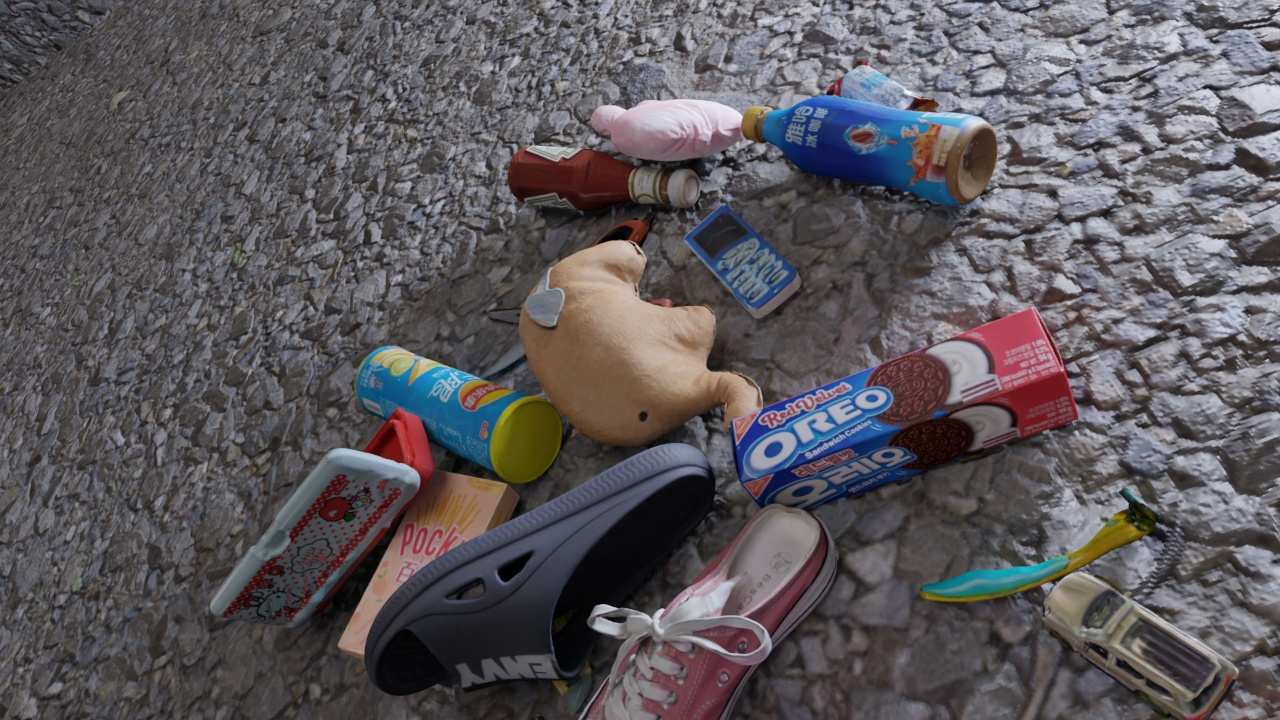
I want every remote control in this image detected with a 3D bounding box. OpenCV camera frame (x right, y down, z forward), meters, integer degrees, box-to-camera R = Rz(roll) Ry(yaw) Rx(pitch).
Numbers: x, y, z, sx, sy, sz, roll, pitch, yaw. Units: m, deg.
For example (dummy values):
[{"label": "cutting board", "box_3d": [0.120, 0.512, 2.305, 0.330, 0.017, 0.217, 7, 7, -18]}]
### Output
[{"label": "remote control", "box_3d": [0.081, -0.082, 0.750, 0.049, 0.024, 0.125, -39, 46, 4]}]

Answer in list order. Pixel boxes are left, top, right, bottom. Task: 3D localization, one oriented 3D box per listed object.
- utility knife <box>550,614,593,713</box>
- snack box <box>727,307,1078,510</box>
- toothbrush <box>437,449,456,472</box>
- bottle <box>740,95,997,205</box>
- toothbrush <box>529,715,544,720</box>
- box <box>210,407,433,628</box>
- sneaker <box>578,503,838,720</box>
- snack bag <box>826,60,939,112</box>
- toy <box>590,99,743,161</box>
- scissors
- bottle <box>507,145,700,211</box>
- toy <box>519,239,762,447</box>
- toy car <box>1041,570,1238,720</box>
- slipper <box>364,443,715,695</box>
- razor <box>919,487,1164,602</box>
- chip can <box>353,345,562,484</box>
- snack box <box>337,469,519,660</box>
[{"label": "utility knife", "box_3d": [-0.077, 0.181, 0.677, 0.031, 0.019, 0.178, -38, 40, -3]}, {"label": "snack box", "box_3d": [0.161, 0.039, 0.585, 0.208, 0.058, 0.057, -22, 46, 19]}, {"label": "toothbrush", "box_3d": [-0.181, 0.156, 0.759, 0.029, 0.020, 0.189, 12, 57, -3]}, {"label": "bottle", "box_3d": [0.169, -0.174, 0.729, 0.219, 0.065, 0.065, 24, 74, 43]}, {"label": "toothbrush", "box_3d": [-0.139, 0.300, 0.630, 0.189, 0.014, 0.016, -37, 58, 7]}, {"label": "box", "box_3d": [-0.260, 0.124, 0.743, 0.201, 0.100, 0.094, -48, 44, 20]}, {"label": "sneaker", "box_3d": [0.024, 0.178, 0.554, 0.241, 0.088, 0.118, -49, 46, -7]}, {"label": "snack bag", "box_3d": [0.200, -0.223, 0.771, 0.045, 0.026, 0.105, -34, 46, -4]}, {"label": "toy", "box_3d": [0.023, -0.217, 0.850, 0.121, 0.054, 0.159, -13, 26, -24]}, {"label": "scissors", "box_3d": [-0.053, -0.047, 0.824, 0.225, 0.015, 0.189, -45, 45, -1]}, {"label": "bottle", "box_3d": [-0.037, -0.170, 0.874, 0.206, 0.060, 0.059, 13, 66, 35]}, {"label": "toy", "box_3d": [-0.004, 0.004, 0.705, 0.143, 0.082, 0.226, -50, 60, 6]}, {"label": "toy car", "box_3d": [0.249, 0.141, 0.466, 0.042, 0.035, 0.090, -47, 42, -7]}, {"label": "slipper", "box_3d": [-0.057, 0.154, 0.602, 0.268, 0.111, 0.083, -31, 50, -4]}, {"label": "razor", "box_3d": [0.220, 0.110, 0.512, 0.133, 0.043, 0.028, -28, 88, 17]}, {"label": "chip can", "box_3d": [-0.163, 0.041, 0.793, 0.210, 0.071, 0.071, 17, 69, 41]}, {"label": "snack box", "box_3d": [-0.163, 0.162, 0.714, 0.085, 0.026, 0.157, 5, 58, 30]}]
